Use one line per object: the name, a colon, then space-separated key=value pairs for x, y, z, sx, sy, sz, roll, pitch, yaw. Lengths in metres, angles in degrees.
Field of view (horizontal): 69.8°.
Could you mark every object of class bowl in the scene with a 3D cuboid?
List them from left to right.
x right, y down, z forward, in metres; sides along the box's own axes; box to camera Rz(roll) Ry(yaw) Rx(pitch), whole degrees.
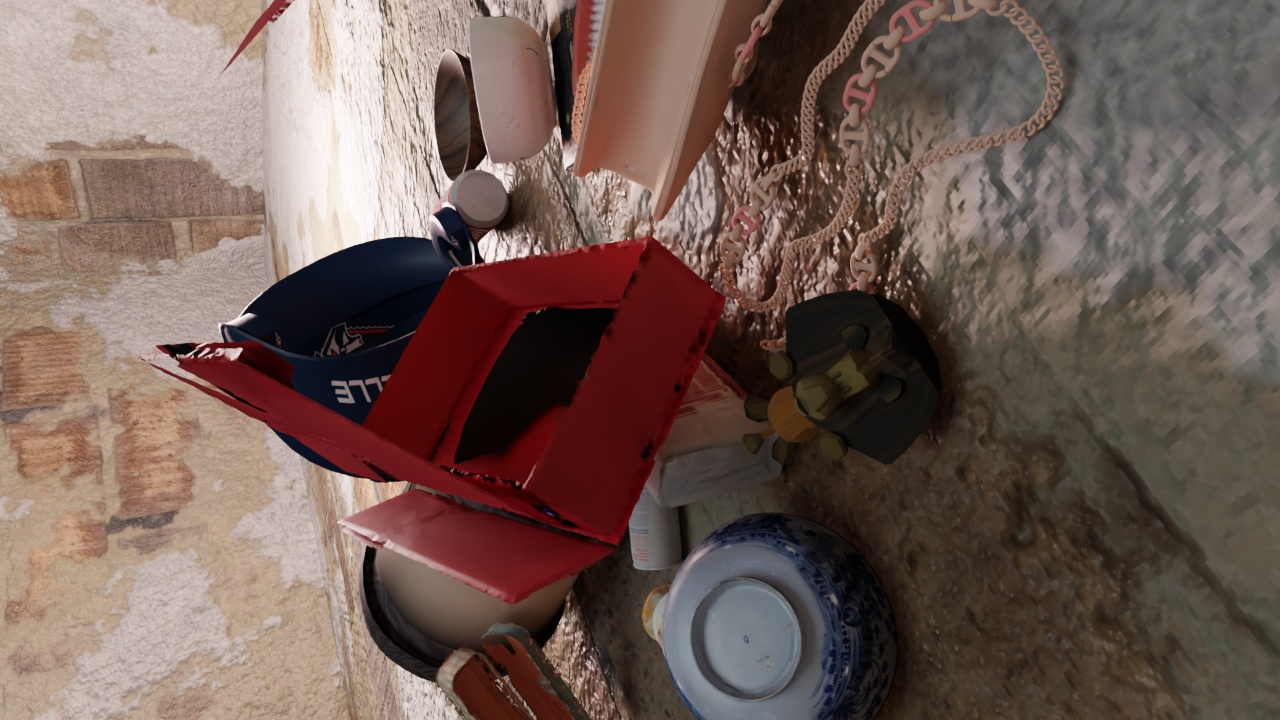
bowl: x=-0.161 y=-0.226 z=0.855 sx=0.119 sy=0.032 sz=0.119 roll=24 pitch=117 yaw=60
bowl: x=-0.091 y=-0.200 z=0.675 sx=0.105 sy=0.054 sz=0.105 roll=167 pitch=94 yaw=-88
bowl: x=0.055 y=0.126 z=0.418 sx=0.114 sy=0.045 sz=0.114 roll=-6 pitch=76 yaw=25

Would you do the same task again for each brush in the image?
brush: x=-0.016 y=-0.241 z=0.560 sx=0.030 sy=0.040 sz=0.172 roll=20 pitch=113 yaw=42

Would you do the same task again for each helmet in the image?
helmet: x=-0.234 y=-0.012 z=0.812 sx=0.272 sy=0.231 sz=0.223 roll=40 pitch=151 yaw=31

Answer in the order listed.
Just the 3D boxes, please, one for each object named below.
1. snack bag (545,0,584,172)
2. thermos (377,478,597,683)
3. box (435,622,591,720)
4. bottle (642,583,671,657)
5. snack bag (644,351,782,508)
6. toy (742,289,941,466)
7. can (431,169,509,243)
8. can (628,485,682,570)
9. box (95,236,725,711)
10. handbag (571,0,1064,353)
snack bag: x=-0.045 y=-0.214 z=0.639 sx=0.075 sy=0.018 sz=0.155 roll=-3 pitch=92 yaw=65
thermos: x=-0.112 y=0.127 z=0.702 sx=0.227 sy=0.172 sz=0.172 roll=-58 pitch=45 yaw=43
box: x=-0.074 y=0.274 z=0.670 sx=0.187 sy=0.078 sz=0.054 roll=60 pitch=-175 yaw=-24
bottle: x=0.040 y=0.150 z=0.504 sx=0.109 sy=0.063 sz=0.063 roll=-2 pitch=94 yaw=62
snack bag: x=-0.003 y=0.003 z=0.542 sx=0.225 sy=0.077 sz=0.041 roll=-131 pitch=37 yaw=-49
toy: x=0.078 y=0.015 z=0.392 sx=0.100 sy=0.062 sz=0.076 roll=-40 pitch=78 yaw=39
can: x=-0.160 y=-0.138 z=0.849 sx=0.097 sy=0.054 sz=0.054 roll=-18 pitch=80 yaw=63
can: x=0.007 y=0.085 z=0.589 sx=0.032 sy=0.032 sz=0.095 roll=0 pitch=96 yaw=64
box: x=-0.148 y=0.089 z=0.417 sx=0.212 sy=0.408 sz=0.107 roll=2 pitch=128 yaw=53
handbag: x=0.071 y=-0.122 z=0.416 sx=0.187 sy=0.116 sz=0.199 roll=29 pitch=141 yaw=8
